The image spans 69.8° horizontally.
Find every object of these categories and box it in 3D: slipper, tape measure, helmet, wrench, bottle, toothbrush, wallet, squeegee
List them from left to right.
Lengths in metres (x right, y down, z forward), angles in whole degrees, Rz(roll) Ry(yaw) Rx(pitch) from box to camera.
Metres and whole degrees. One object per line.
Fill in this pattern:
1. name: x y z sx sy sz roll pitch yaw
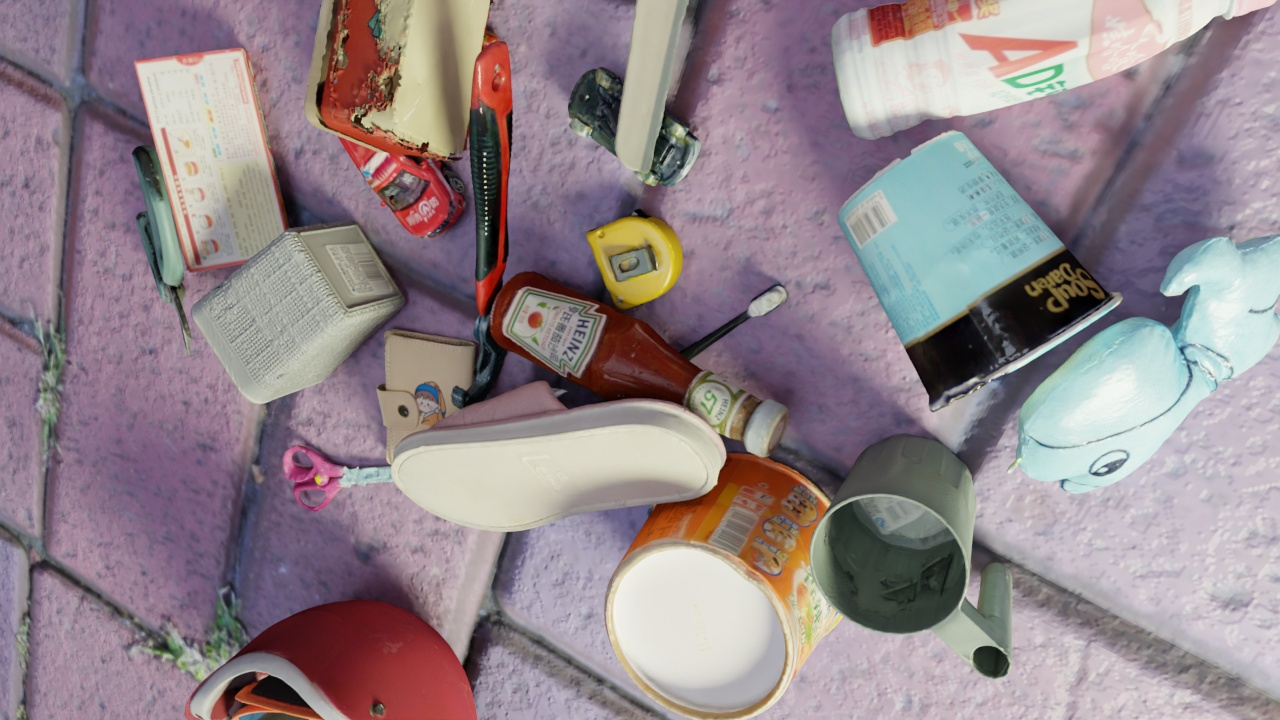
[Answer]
1. helmet: -0.215 0.292 0.736 0.207 0.143 0.240 -12 114 27
2. wallet: -0.165 0.037 0.702 0.087 0.024 0.115 10 110 23
3. squeegee: -0.086 -0.252 0.503 0.246 0.039 0.247 9 102 -18
4. wrench: -0.098 -0.072 0.585 0.016 0.056 0.274 25 133 14
5. slipper: -0.063 0.062 0.615 0.275 0.054 0.114 -14 130 37
6. bottle: -0.003 0.003 0.586 0.206 0.059 0.060 26 114 23
7. tape measure: -0.003 -0.066 0.596 0.057 0.028 0.060 -19 97 27
8. toothbrush: 0.023 0.002 0.612 0.181 0.018 0.015 -35 92 30
9. bottle: 0.199 -0.166 0.458 0.197 0.068 0.068 -10 100 22

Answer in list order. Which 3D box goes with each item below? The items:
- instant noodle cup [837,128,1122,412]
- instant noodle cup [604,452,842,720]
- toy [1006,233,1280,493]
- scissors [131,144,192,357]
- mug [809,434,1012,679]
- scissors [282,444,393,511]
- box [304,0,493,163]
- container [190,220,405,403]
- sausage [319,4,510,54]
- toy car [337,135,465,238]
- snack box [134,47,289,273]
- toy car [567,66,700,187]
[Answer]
1. instant noodle cup: 0.169 -0.052 0.487 0.111 0.111 0.120 -36 80 28
2. instant noodle cup: 0.052 0.147 0.587 0.151 0.111 0.151 7 107 22
3. toy: 0.256 0.010 0.471 0.156 0.049 0.161 -21 134 0
4. scissors: -0.370 -0.096 0.706 0.173 0.019 0.170 48 140 39
5. mug: 0.164 0.110 0.530 0.124 0.103 0.084 43 117 6
6. scissors: -0.239 0.100 0.760 0.135 0.017 0.063 -2 104 21
7. box: -0.134 -0.212 0.557 0.079 0.091 0.168 11 92 21
8. container: -0.249 -0.040 0.682 0.114 0.090 0.090 -33 90 25
9. sausage: -0.155 -0.227 0.623 0.156 0.020 0.020 18 111 18
10. toy car: -0.172 -0.140 0.643 0.053 0.045 0.120 -36 91 29
11. snack box: -0.318 -0.149 0.692 0.077 0.027 0.156 -11 103 -12
12. toy car: -0.004 -0.145 0.570 0.090 0.034 0.043 36 119 11
